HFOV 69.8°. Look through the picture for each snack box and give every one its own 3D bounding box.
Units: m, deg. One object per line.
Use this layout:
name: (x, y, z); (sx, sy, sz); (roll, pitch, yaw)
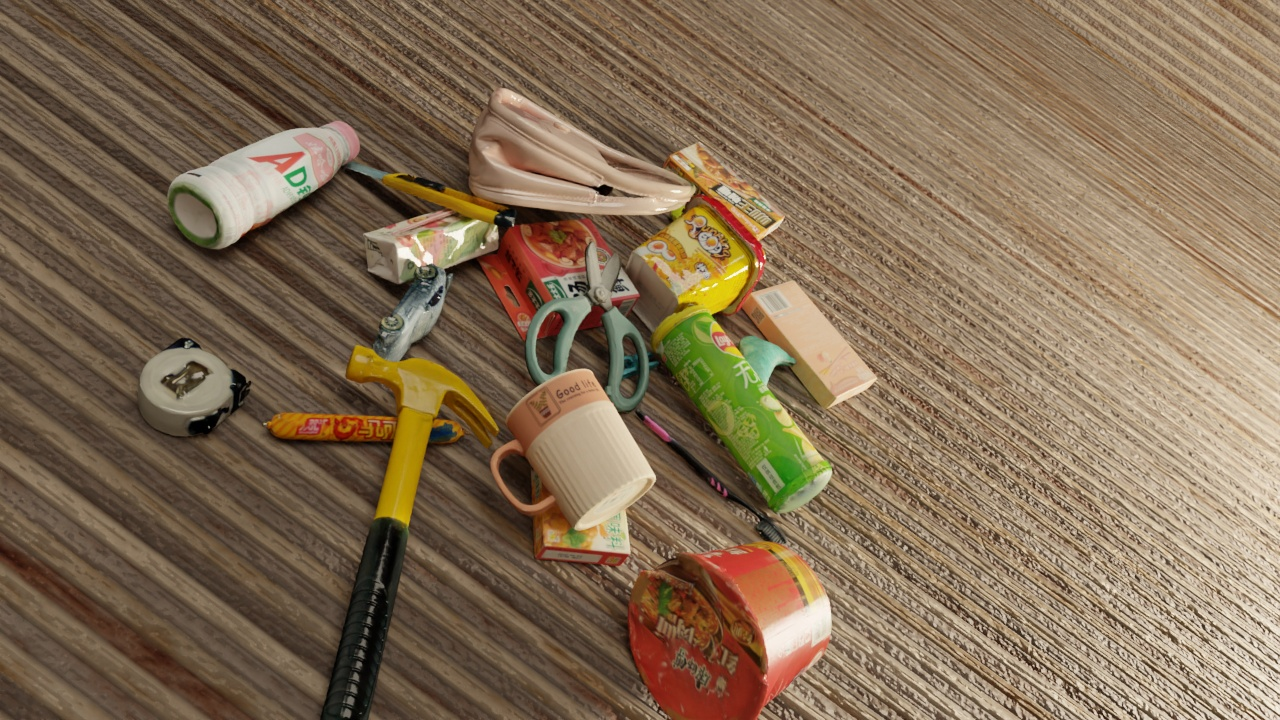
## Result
snack box: (0.105, -0.212, 1.167); (0.154, 0.026, 0.075); (44, 45, 9)
snack box: (-0.083, -0.085, 0.930); (0.126, 0.044, 0.113); (-14, 61, -38)
snack box: (-0.056, 0.100, 0.798); (0.077, 0.027, 0.155); (11, 49, -23)
snack box: (0.193, -0.021, 1.053); (0.084, 0.026, 0.157); (-19, 64, -41)

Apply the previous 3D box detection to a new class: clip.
clip: (-0.006, 0.004, 0.922); (0.056, 0.014, 0.047); (-11, 60, -39)

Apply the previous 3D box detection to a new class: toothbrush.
toothbrush: (0.064, 0.112, 0.871); (0.189, 0.014, 0.017); (41, 55, 7)

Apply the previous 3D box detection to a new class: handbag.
handbag: (-0.058, -0.200, 0.947); (0.234, 0.093, 0.193); (14, 19, -11)

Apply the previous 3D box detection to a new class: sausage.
sausage: (-0.219, 0.055, 0.743); (0.165, 0.022, 0.021); (4, 51, -28)

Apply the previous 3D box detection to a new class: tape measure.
tape measure: (-0.341, 0.023, 0.690); (0.066, 0.034, 0.065); (32, 43, 0)

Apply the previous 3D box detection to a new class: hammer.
hammer: (-0.184, 0.124, 0.677); (0.128, 0.033, 0.300); (18, 51, -18)

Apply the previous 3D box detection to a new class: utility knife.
utility knife: (-0.211, -0.167, 0.894); (0.216, 0.015, 0.033); (20, 30, 19)

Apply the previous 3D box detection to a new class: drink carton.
drink carton: (-0.198, -0.115, 0.876); (0.053, 0.046, 0.122); (21, 34, 35)

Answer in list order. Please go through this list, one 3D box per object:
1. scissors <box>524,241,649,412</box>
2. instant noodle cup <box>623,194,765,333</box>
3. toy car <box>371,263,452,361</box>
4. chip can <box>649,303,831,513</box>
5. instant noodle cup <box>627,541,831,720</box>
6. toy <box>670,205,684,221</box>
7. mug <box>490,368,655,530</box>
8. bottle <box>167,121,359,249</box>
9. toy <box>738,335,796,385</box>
scissors: (-0.033, -0.026, 0.887); (0.171, 0.019, 0.176); (39, 57, -21)
instant noodle cup: (0.049, -0.094, 0.978); (0.123, 0.116, 0.116); (-32, 73, -32)
toy car: (-0.202, -0.036, 0.809); (0.037, 0.054, 0.120); (28, 44, -4)
chip can: (0.098, 0.047, 0.904); (0.072, 0.073, 0.221); (-18, 64, -40)
instant noodle cup: (0.075, 0.208, 0.714); (0.108, 0.138, 0.138); (-7, 57, -45)
toy: (0.088, -0.156, 1.104); (0.100, 0.031, 0.096); (1, 55, -25)
mug: (-0.061, 0.080, 0.742); (0.114, 0.082, 0.106); (-29, 71, -14)
bottle: (-0.334, -0.171, 0.840); (0.068, 0.068, 0.196); (36, 41, 1)
toy: (0.117, 0.003, 0.986); (0.096, 0.030, 0.091); (27, 41, 1)
